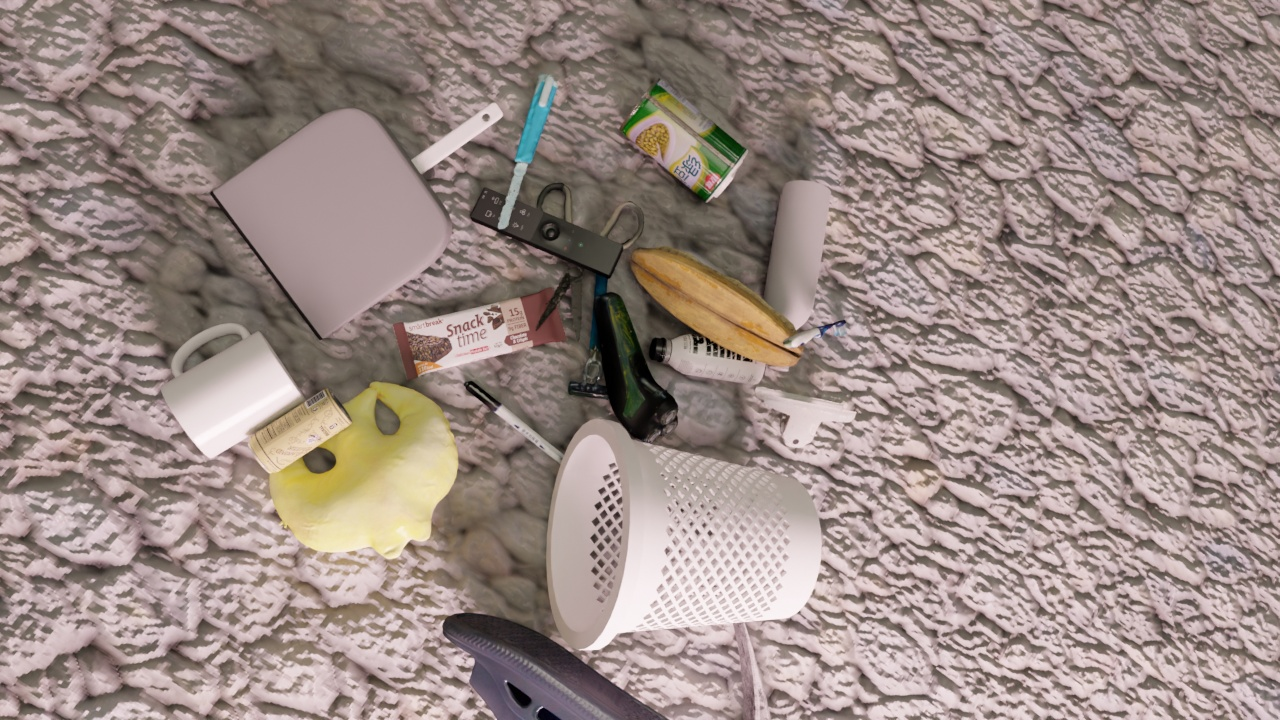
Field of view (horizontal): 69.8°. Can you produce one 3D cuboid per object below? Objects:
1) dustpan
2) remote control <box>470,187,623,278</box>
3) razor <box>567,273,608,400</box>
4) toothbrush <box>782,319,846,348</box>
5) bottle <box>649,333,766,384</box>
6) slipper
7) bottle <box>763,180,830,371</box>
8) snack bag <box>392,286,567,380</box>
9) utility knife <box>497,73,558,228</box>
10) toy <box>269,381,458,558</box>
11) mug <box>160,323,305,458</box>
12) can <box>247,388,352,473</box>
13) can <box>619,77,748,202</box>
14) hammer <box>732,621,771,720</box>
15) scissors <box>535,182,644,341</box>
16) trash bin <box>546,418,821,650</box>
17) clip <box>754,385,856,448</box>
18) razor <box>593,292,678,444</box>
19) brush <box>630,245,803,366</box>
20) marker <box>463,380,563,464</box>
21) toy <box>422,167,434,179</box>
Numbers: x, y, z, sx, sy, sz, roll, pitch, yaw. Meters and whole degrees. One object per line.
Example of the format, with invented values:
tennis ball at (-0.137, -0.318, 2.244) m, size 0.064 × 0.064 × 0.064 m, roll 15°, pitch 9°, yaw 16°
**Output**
dustpan at (-0.236, -0.159, 0.842) m, size 0.258 × 0.033 × 0.163 m, roll -34°, pitch 98°, yaw 3°
remote control at (-0.091, -0.125, 0.896) m, size 0.150 × 0.013 × 0.034 m, roll 23°, pitch 77°, yaw 2°
razor at (-0.043, -0.034, 0.909) m, size 0.042 × 0.022 × 0.143 m, roll 8°, pitch 80°, yaw -15°
toothbrush at (0.175, -0.024, 0.903) m, size 0.016 × 0.188 × 0.017 m, roll -14°, pitch 90°, yaw 29°
bottle at (0.066, -0.003, 0.922) m, size 0.116 × 0.041 × 0.041 m, roll 9°, pitch 80°, yaw -13°
slipper at (-0.064, 0.311, 0.799) m, size 0.268 × 0.111 × 0.083 m, roll 30°, pitch 86°, yaw 5°
bottle at (0.157, -0.085, 0.951) m, size 0.052 × 0.052 × 0.195 m, roll 13°, pitch 79°, yaw -13°
snack bag at (-0.153, -0.027, 0.883) m, size 0.157 × 0.013 × 0.057 m, roll -14°, pitch 85°, yaw -16°
utility knife at (-0.115, -0.209, 0.906) m, size 0.022 × 0.015 × 0.178 m, roll 20°, pitch 70°, yaw -12°
toy at (-0.241, 0.104, 0.815) m, size 0.170 × 0.065 × 0.155 m, roll -31°, pitch 73°, yaw -13°
mug at (-0.361, 0.016, 0.799) m, size 0.090 × 0.074 × 0.110 m, roll -33°, pitch 66°, yaw -17°
can at (-0.294, 0.061, 0.793) m, size 0.079 × 0.038 × 0.038 m, roll -34°, pitch 92°, yaw -11°
can at (0.045, -0.222, 0.933) m, size 0.121 × 0.067 × 0.067 m, roll 38°, pitch 75°, yaw -6°
hammer at (-0.016, 0.368, 0.852) m, size 0.300 × 0.037 × 0.217 m, roll -9°, pitch 84°, yaw -15°
scissors at (-0.058, -0.107, 0.909) m, size 0.165 × 0.013 × 0.157 m, roll -27°, pitch 80°, yaw -12°
trash bin at (0.042, 0.161, 0.828) m, size 0.199 × 0.196 × 0.195 m, roll 9°, pitch 80°, yaw -23°
clip at (0.166, 0.056, 0.948) m, size 0.102 × 0.052 × 0.057 m, roll 12°, pitch 51°, yaw -12°
razor at (-0.005, 0.005, 0.885) m, size 0.053 × 0.067 × 0.151 m, roll -21°, pitch 95°, yaw -48°
brush at (0.075, -0.056, 0.906) m, size 0.195 × 0.043 × 0.059 m, roll 33°, pitch 117°, yaw 11°
marker at (-0.109, 0.068, 0.882) m, size 0.152 × 0.011 × 0.011 m, roll 40°, pitch 75°, yaw -6°
toy at (-0.250, -0.164, 0.868) m, size 0.111 × 0.030 × 0.049 m, roll -6°, pitch 69°, yaw -10°
